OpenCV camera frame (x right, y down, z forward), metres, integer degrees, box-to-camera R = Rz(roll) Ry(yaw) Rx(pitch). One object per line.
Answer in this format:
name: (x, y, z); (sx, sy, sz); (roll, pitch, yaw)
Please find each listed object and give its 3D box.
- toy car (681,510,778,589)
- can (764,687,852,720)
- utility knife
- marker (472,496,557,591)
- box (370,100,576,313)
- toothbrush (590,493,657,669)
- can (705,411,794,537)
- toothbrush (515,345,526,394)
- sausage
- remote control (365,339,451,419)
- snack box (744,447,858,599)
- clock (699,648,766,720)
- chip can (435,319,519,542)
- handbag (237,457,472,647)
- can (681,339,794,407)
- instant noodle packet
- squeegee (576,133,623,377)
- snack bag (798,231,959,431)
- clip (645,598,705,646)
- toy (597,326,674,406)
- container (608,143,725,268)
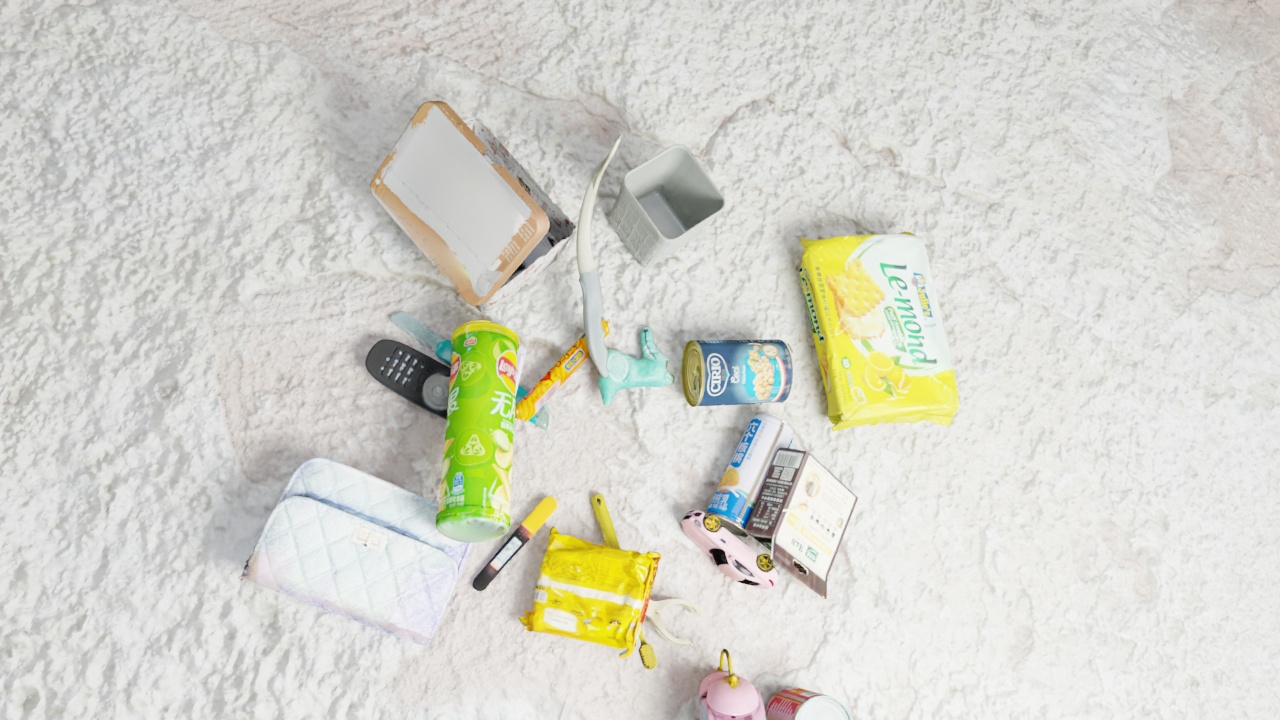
toy car: (0.095, 0.208, 0.996); (0.122, 0.056, 0.037); (37, 64, -2)
can: (0.171, 0.377, 0.952); (0.066, 0.094, 0.066); (3, 76, -14)
utility knife: (-0.182, 0.009, 0.998); (0.207, 0.013, 0.029); (34, 70, -4)
marker: (-0.132, 0.192, 0.966); (0.018, 0.015, 0.123); (42, 73, 0)
box: (-0.175, -0.166, 0.957); (0.152, 0.178, 0.182); (-42, 89, -21)
toothbrush: (-0.018, 0.228, 0.962); (0.015, 0.017, 0.190); (-16, 68, -9)
can: (0.124, 0.126, 1.024); (0.053, 0.053, 0.134); (30, 71, -5)
toothbrush: (-0.150, 0.074, 0.979); (0.029, 0.021, 0.189); (27, 72, -47)
sausage: (-0.085, 0.010, 1.012); (0.021, 0.021, 0.164); (42, 64, -1)
remote control: (-0.227, 0.025, 0.978); (0.136, 0.024, 0.053); (30, 69, -7)
snack box: (0.176, 0.177, 1.000); (0.113, 0.053, 0.125); (40, 68, -34)
clock: (0.092, 0.373, 0.925); (0.060, 0.117, 0.158); (0, 78, -2)
chip can: (-0.161, 0.071, 0.919); (0.072, 0.073, 0.220); (5, 61, -13)
handbag: (-0.271, 0.184, 0.901); (0.194, 0.076, 0.134); (22, 70, -7)
can: (0.110, 0.013, 1.037); (0.111, 0.075, 0.075); (-1, 77, -15)
instant noodle packet: (-0.052, 0.236, 0.938); (0.128, 0.044, 0.110); (9, 70, 20)
squeegee: (-0.050, -0.104, 0.988); (0.039, 0.246, 0.246); (1, 97, -6)
snack bag: (0.277, -0.036, 1.094); (0.158, 0.068, 0.246); (-6, 78, -14)
clip: (0.014, 0.279, 0.970); (0.104, 0.035, 0.083); (8, 74, -7)
toy: (-0.006, 0.006, 1.036); (0.091, 0.030, 0.096); (1, 69, -19)
container: (0.024, -0.169, 1.040); (0.090, 0.114, 0.090); (-34, 86, -19)
